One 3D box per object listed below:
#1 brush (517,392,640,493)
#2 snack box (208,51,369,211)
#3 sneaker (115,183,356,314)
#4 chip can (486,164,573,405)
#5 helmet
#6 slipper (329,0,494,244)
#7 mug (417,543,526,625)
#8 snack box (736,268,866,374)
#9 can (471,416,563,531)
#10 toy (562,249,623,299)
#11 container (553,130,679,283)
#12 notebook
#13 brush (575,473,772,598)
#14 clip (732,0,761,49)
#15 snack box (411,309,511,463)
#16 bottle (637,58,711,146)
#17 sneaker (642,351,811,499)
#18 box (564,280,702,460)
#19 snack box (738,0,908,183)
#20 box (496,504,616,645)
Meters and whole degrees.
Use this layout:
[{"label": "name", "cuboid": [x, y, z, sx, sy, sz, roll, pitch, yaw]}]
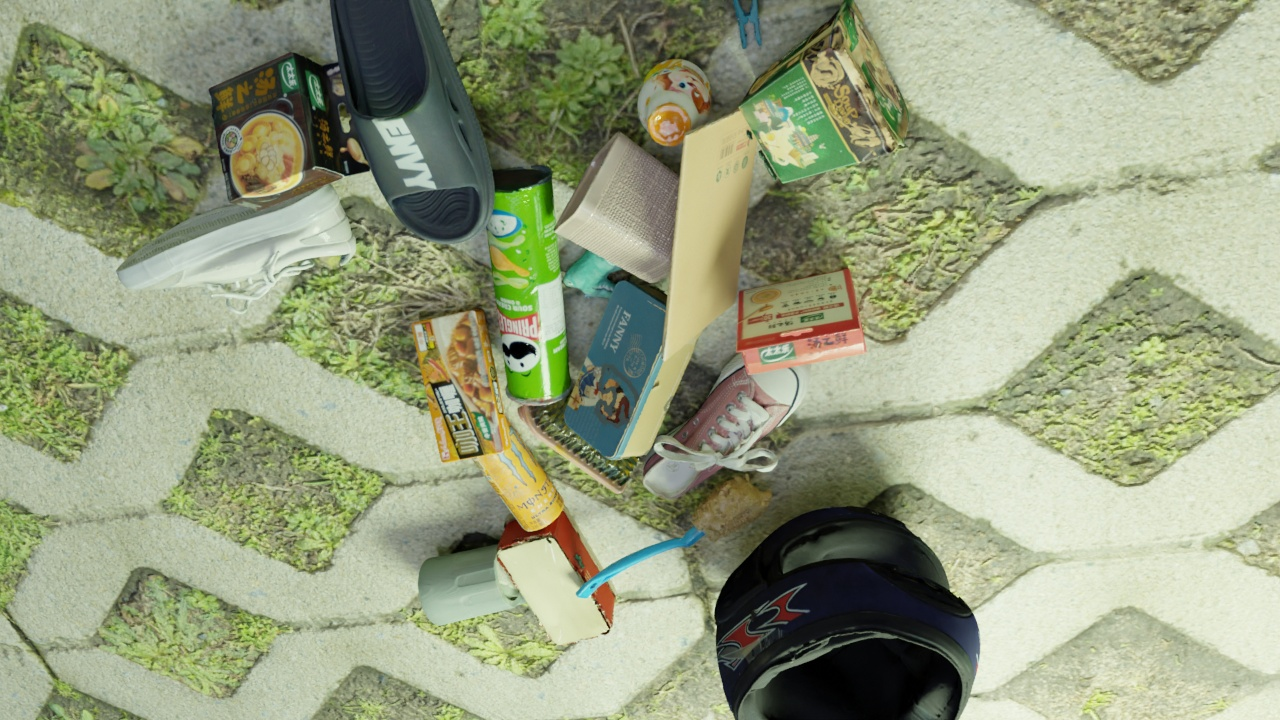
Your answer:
[{"label": "brush", "cuboid": [-0.069, 0.084, 1.010, 0.145, 0.063, 0.073, 35, 148, -12]}, {"label": "snack box", "cuboid": [-0.324, -0.212, 0.844, 0.126, 0.053, 0.113, -16, 84, 20]}, {"label": "sneaker", "cuboid": [-0.402, -0.104, 0.929, 0.242, 0.089, 0.091, -16, 122, 9]}, {"label": "chip can", "cuboid": [-0.111, -0.072, 0.914, 0.072, 0.072, 0.236, 1, 120, 6]}, {"label": "helmet", "cuboid": [0.216, 0.273, 0.972, 0.247, 0.239, 0.316, 23, 131, -6]}, {"label": "slipper", "cuboid": [-0.214, -0.227, 0.794, 0.111, 0.083, 0.268, -12, 101, 19]}, {"label": "mug", "cuboid": [-0.200, 0.283, 1.139, 0.103, 0.083, 0.124, -16, 144, 15]}, {"label": "snack box", "cuboid": [0.151, -0.032, 0.871, 0.113, 0.126, 0.044, -11, 118, 14]}, {"label": "can", "cuboid": [-0.146, 0.124, 1.041, 0.058, 0.058, 0.146, -22, 115, 19]}, {"label": "toy", "cuboid": [-0.035, -0.094, 0.917, 0.096, 0.030, 0.092, 36, 123, -22]}, {"label": "container", "cuboid": [-0.005, -0.133, 0.841, 0.111, 0.090, 0.090, 30, 76, -15]}, {"label": "notebook", "cuboid": [0.064, -0.118, 0.825, 0.008, 0.147, 0.208, 21, 125, 24]}, {"label": "brush", "cuboid": [0.034, 0.205, 1.041, 0.255, 0.046, 0.083, -31, 152, 12]}, {"label": "clip", "cuboid": [0.091, -0.297, 0.788, 0.043, 0.014, 0.056, -6, 118, 11]}, {"label": "snack box", "cuboid": [-0.189, 0.027, 0.972, 0.075, 0.026, 0.153, -11, 92, 14]}, {"label": "bottle", "cuboid": [0.028, -0.217, 0.787, 0.063, 0.108, 0.063, 3, 122, 5]}, {"label": "sneaker", "cuboid": [0.087, 0.079, 0.967, 0.118, 0.087, 0.242, 38, 119, -15]}, {"label": "box", "cuboid": [-0.005, 0.005, 0.918, 0.090, 0.059, 0.184, 33, 113, 34]}, {"label": "snack box", "cuboid": [0.152, -0.220, 0.779, 0.106, 0.117, 0.118, -21, 114, 31]}, {"label": "box", "cuboid": [-0.102, 0.265, 1.107, 0.091, 0.080, 0.168, -19, 116, 17]}]
